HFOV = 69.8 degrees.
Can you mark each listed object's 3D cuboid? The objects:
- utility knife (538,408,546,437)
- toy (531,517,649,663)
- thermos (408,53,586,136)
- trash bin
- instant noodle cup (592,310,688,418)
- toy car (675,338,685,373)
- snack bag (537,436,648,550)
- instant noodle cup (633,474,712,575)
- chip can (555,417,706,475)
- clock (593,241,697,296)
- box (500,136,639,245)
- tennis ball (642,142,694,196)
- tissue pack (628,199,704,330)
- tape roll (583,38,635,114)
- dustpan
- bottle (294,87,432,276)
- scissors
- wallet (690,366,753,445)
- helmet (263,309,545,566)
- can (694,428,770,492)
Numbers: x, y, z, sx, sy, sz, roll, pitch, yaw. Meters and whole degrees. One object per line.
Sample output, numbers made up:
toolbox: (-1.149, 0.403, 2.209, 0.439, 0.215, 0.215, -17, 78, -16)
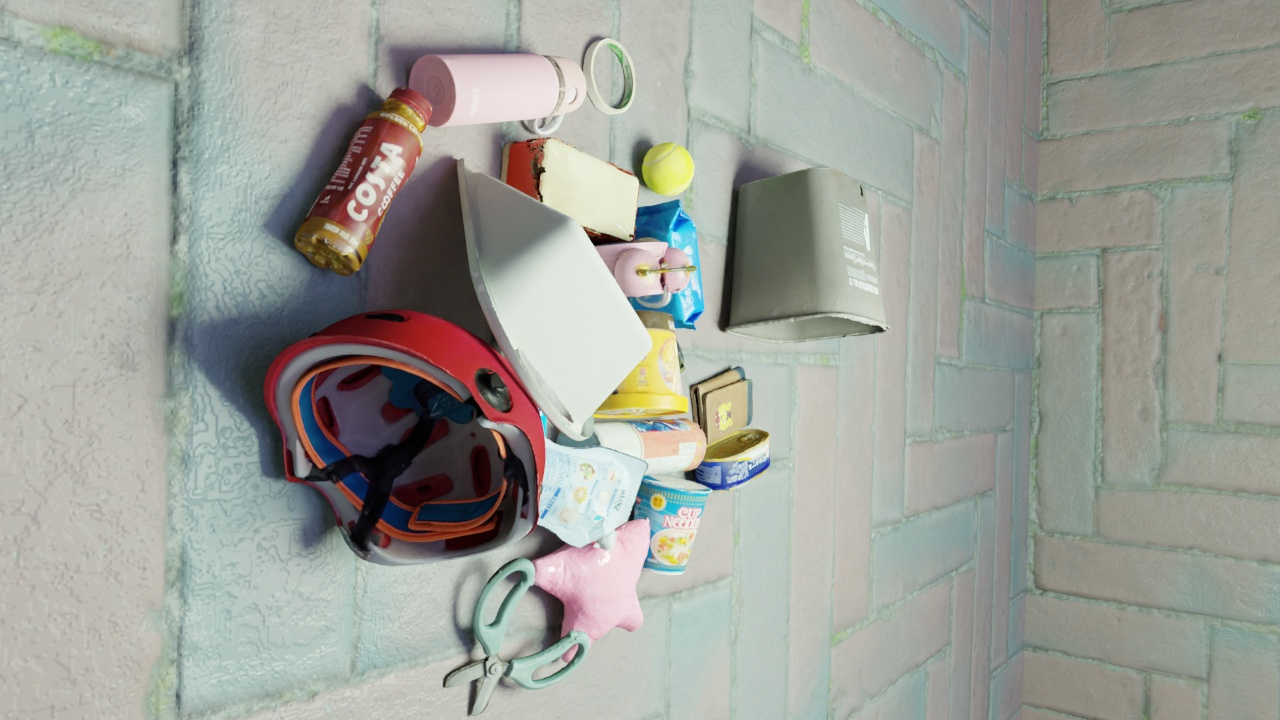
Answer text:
utility knife: (-0.113, 0.042, 0.998, 0.034, 0.018, 0.179, -5, 96, -54)
toy: (-0.041, 0.248, 1.051, 0.178, 0.075, 0.195, -40, 126, -32)
thermos: (-0.138, -0.264, 0.921, 0.198, 0.067, 0.087, -24, 142, -52)
trash bin: (0.240, -0.145, 1.327, 0.198, 0.199, 0.219, 8, 79, -53)
instant noodle cup: (-0.006, 0.006, 1.064, 0.118, 0.119, 0.114, 9, 75, -53)
toy car: (0.029, 0.014, 1.175, 0.048, 0.032, 0.105, 65, 33, -30)
snack bag: (-0.087, 0.131, 0.956, 0.191, 0.039, 0.110, 21, 78, -28)
instant noodle cup: (0.031, 0.204, 1.140, 0.099, 0.099, 0.110, 9, 92, -53)
chip can: (-0.006, 0.106, 1.098, 0.214, 0.071, 0.071, 2, 89, -53)
clock: (-0.011, -0.099, 1.011, 0.117, 0.159, 0.060, -9, 96, -52)
box: (-0.067, -0.183, 1.000, 0.168, 0.077, 0.091, 10, 84, -54)
tennis ball: (0.034, -0.238, 1.143, 0.065, 0.066, 0.065, -3, 93, -53)
tissue pack: (0.023, -0.113, 1.110, 0.052, 0.095, 0.157, -19, 106, -45)
tape roll: (-0.036, -0.336, 1.088, 0.085, 0.014, 0.086, -2, 93, -53)
dustpan: (-0.106, -0.045, 0.860, 0.142, 0.258, 0.223, -45, 129, -16)
bottle: (-0.234, -0.159, 0.794, 0.057, 0.058, 0.174, 45, 57, -44)
scissors: (-0.124, 0.279, 0.951, 0.170, 0.019, 0.179, -7, 108, -34)
wallet: (0.116, 0.063, 1.294, 0.115, 0.033, 0.090, -18, 107, -48)
helmet: (-0.184, 0.046, 0.770, 0.240, 0.207, 0.143, 61, 24, -25)
can: (0.129, 0.138, 1.278, 0.147, 0.075, 0.049, -20, 110, -51)
